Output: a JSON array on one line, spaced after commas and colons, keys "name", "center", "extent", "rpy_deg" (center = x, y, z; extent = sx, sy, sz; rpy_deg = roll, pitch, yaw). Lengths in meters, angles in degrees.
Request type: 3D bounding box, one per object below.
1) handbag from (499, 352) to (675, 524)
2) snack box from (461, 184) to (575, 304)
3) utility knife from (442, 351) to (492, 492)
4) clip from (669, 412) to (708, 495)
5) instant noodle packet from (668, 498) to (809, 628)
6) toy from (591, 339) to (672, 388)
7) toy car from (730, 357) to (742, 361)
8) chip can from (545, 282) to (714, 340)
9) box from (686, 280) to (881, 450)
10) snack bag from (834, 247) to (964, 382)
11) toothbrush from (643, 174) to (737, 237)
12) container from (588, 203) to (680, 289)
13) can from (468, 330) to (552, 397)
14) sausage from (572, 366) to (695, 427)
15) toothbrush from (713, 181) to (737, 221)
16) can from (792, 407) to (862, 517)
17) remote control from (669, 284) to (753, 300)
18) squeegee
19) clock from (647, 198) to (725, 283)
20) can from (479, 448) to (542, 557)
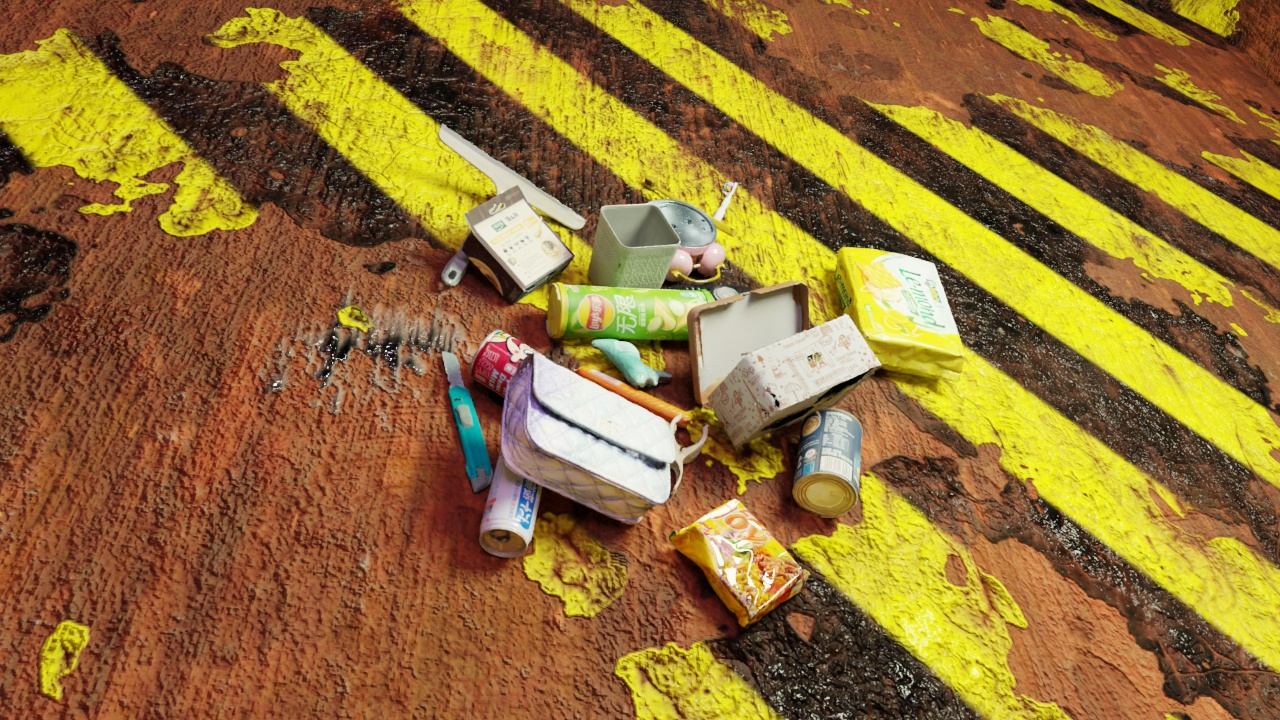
[{"name": "handbag", "center": [-0.051, 0.084, 0.982], "extent": [0.193, 0.076, 0.134], "rpy_deg": [29, 37, -28]}, {"name": "snack box", "center": [-0.167, -0.155, 1.222], "extent": [0.125, 0.053, 0.113], "rpy_deg": [48, 47, 2]}, {"name": "utility knife", "center": [-0.200, 0.063, 1.041], "extent": [0.029, 0.013, 0.207], "rpy_deg": [-4, 48, -24]}, {"name": "clip", "center": [0.032, 0.103, 1.073], "extent": [0.083, 0.035, 0.104], "rpy_deg": [38, 54, 15]}, {"name": "instant noodle packet", "center": [0.107, 0.210, 0.982], "extent": [0.110, 0.044, 0.128], "rpy_deg": [-20, 55, -40]}, {"name": "toy", "center": [-0.007, 0.007, 1.155], "extent": [0.096, 0.030, 0.092], "rpy_deg": [7, 33, -40]}, {"name": "toy car", "center": [0.137, -0.004, 1.219], "extent": [0.122, 0.037, 0.056], "rpy_deg": [7, 49, -31]}, {"name": "chip can", "center": [-0.009, -0.061, 1.196], "extent": [0.221, 0.073, 0.072], "rpy_deg": [1, 46, -19]}, {"name": "box", "center": [0.161, -0.012, 1.139], "extent": [0.182, 0.153, 0.178], "rpy_deg": [-20, 73, -28]}, {"name": "snack bag", "center": [0.370, -0.072, 1.347], "extent": [0.158, 0.068, 0.245], "rpy_deg": [11, 43, -8]}, {"name": "toothbrush", "center": [0.076, -0.244, 1.438], "extent": [0.190, 0.017, 0.015], "rpy_deg": [36, 51, 27]}, {"name": "container", "center": [-0.014, -0.139, 1.241], "extent": [0.090, 0.115, 0.090], "rpy_deg": [-7, 49, -26]}, {"name": "can", "center": [-0.143, 0.015, 1.073], "extent": [0.094, 0.067, 0.066], "rpy_deg": [31, 44, 11]}, {"name": "sausage", "center": [-0.009, 0.045, 1.124], "extent": [0.165, 0.022, 0.021], "rpy_deg": [25, 43, 6]}, {"name": "toothbrush", "center": [0.122, -0.231, 1.457], "extent": [0.021, 0.029, 0.188], "rpy_deg": [51, 39, -22]}, {"name": "can", "center": [0.223, 0.121, 1.091], "extent": [0.075, 0.075, 0.110], "rpy_deg": [19, 43, 0]}, {"name": "remote control", "center": [0.103, -0.085, 1.296], "extent": [0.136, 0.024, 0.053], "rpy_deg": [-1, 43, -21]}, {"name": "squeegee", "center": [-0.222, -0.177, 1.264], "extent": [0.246, 0.039, 0.245], "rpy_deg": [32, 48, -13]}, {"name": "clock", "center": [0.059, -0.168, 1.340], "extent": [0.117, 0.060, 0.158], "rpy_deg": [-14, 50, -32]}, {"name": "can", "center": [-0.131, 0.137, 0.961], "extent": [0.053, 0.053, 0.134], "rpy_deg": [14, 43, -6]}]
